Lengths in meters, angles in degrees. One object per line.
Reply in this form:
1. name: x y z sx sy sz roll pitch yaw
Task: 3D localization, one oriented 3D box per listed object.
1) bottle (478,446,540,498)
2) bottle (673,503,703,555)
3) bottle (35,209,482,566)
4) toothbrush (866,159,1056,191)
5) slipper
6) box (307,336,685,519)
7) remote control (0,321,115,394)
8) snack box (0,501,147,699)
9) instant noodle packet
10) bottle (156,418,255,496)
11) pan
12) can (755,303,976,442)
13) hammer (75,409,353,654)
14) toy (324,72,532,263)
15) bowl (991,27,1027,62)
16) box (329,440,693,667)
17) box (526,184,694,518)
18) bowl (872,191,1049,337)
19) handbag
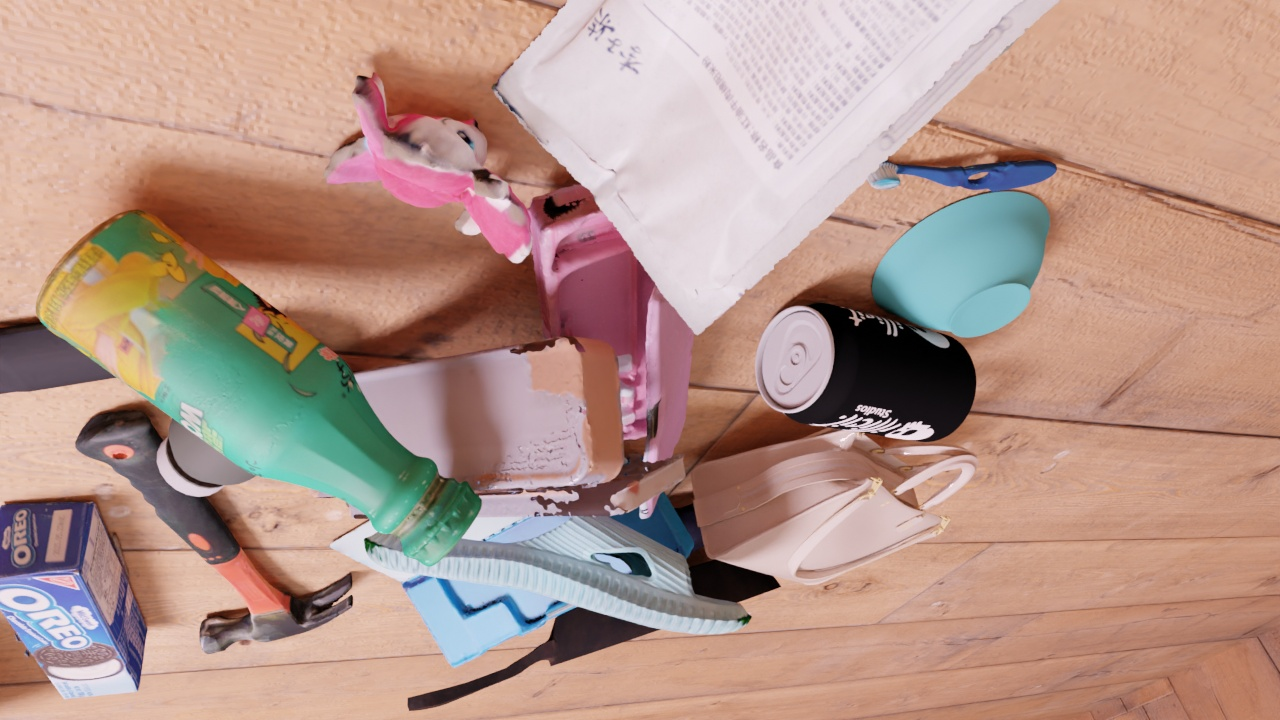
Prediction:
1. bottle: -0.093 0.082 0.642 0.131 0.048 0.048 -5 145 -1
2. bottle: 0.006 0.160 0.804 0.161 0.056 0.056 -22 145 9
3. bottle: -0.169 0.020 0.432 0.209 0.067 0.068 40 125 -11
4. toothbrush: 0.187 -0.108 0.532 0.132 0.016 0.021 -4 146 -16
5. slipper: -0.056 0.140 0.654 0.276 0.069 0.116 12 165 -1
6. box: -0.094 0.040 0.514 0.217 0.108 0.094 -8 -162 34
7. remote control: -0.337 0.004 0.474 0.140 0.021 0.045 -9 144 -9
8. snack box: -0.407 0.180 0.664 0.059 0.059 0.227 2 142 -18
9. instant noodle packet: 0.068 -0.144 0.346 0.270 0.147 0.057 -41 173 32
10. bottle: -0.229 0.034 0.525 0.109 0.060 0.060 -36 141 26
11. pan: -0.042 0.248 0.854 0.355 0.043 0.249 -15 164 -15
12. can: 0.156 0.010 0.629 0.145 0.080 0.080 10 138 -33
13. hammer: -0.308 0.134 0.664 0.133 0.033 0.334 -10 145 -6
14. toy: -0.089 -0.087 0.423 0.102 0.050 0.066 33 150 -14
15. bowl: 0.118 -0.154 0.393 0.174 0.067 0.174 -9 144 -7
16. box: -0.102 0.138 0.741 0.244 0.063 0.174 -29 115 19
17. box: 0.000 0.005 0.536 0.099 0.098 0.233 -16 146 -13
18. bowl: 0.218 -0.049 0.599 0.121 0.046 0.121 -11 146 -8
19. handbag: 0.172 0.109 0.741 0.198 0.101 0.194 -25 148 27
